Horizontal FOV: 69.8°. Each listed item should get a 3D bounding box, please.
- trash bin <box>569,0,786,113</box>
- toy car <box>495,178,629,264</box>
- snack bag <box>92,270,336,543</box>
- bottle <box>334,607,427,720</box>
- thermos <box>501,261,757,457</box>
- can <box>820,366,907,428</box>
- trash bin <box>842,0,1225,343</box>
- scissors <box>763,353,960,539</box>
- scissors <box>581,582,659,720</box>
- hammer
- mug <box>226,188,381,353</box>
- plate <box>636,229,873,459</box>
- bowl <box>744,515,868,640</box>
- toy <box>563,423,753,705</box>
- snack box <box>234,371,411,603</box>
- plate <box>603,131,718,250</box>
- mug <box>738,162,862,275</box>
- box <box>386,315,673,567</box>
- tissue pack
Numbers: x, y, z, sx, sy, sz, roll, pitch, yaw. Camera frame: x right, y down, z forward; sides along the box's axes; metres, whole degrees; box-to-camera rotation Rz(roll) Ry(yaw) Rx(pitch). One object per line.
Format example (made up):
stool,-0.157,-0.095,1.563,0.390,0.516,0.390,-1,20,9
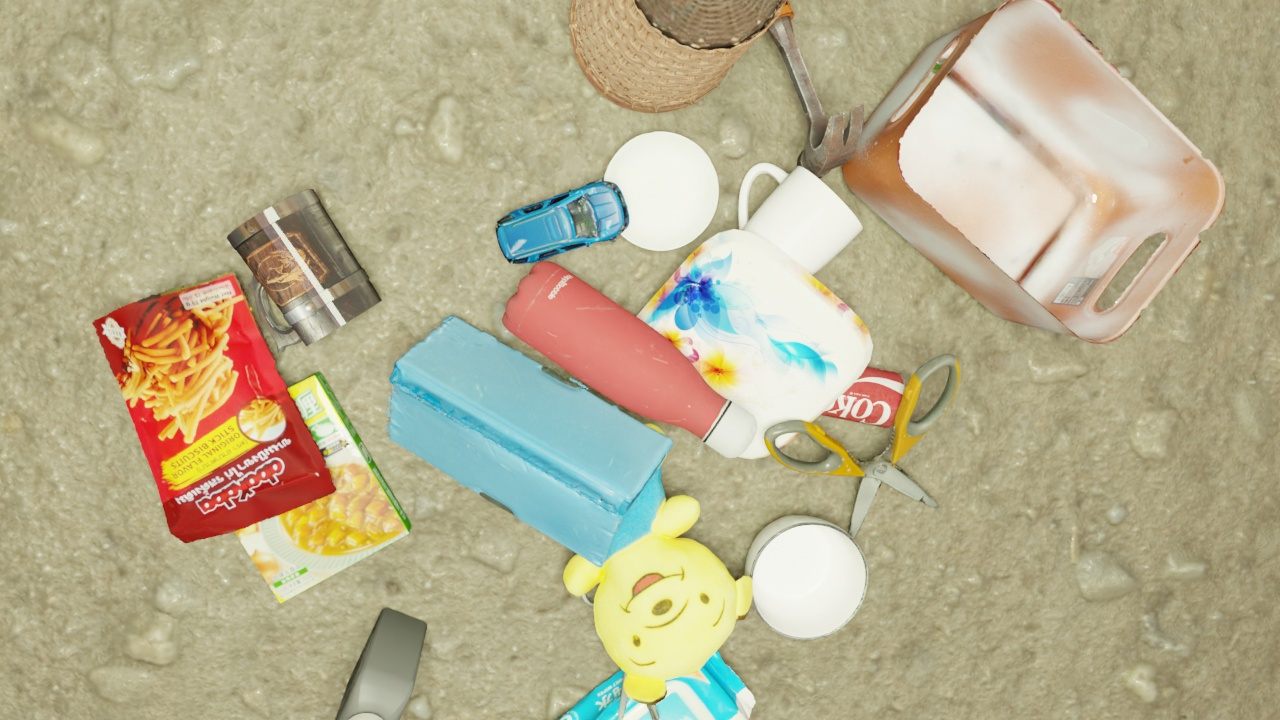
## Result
trash bin,0.025,-0.280,0.713,0.151,0.210,0.151,-1,98,-7
toy car,-0.069,-0.117,0.797,0.120,0.043,0.056,-16,101,13
snack bag,-0.360,0.041,0.776,0.139,0.067,0.208,-22,97,-8
bottle,-0.226,0.288,0.783,0.046,0.174,0.084,25,94,-11
thermos,-0.005,0.005,0.794,0.240,0.073,0.073,34,93,4
can,0.197,0.030,0.863,0.096,0.054,0.054,11,97,-9
trash bin,0.326,-0.159,0.801,0.259,0.157,0.181,37,92,-13
scissors,0.223,0.080,0.851,0.225,0.016,0.229,27,113,-28
scissors,0.005,0.252,0.858,0.147,0.014,0.141,-37,68,-8
hammer,0.110,-0.312,0.776,0.035,0.138,0.314,-22,93,-2
mug,-0.293,-0.070,0.777,0.116,0.079,0.107,-25,104,25
plate,0.091,-0.005,0.820,0.187,0.016,0.187,39,117,-7
bowl,0.152,0.200,0.877,0.116,0.065,0.116,-1,99,-8
toy,0.006,0.181,0.827,0.149,0.084,0.214,-31,83,5
snack box,-0.304,0.114,0.821,0.132,0.027,0.168,-28,101,-3
plate,0.017,-0.151,0.825,0.104,0.026,0.104,-1,98,-7
mug,0.127,-0.125,0.826,0.088,0.081,0.114,-45,70,8
box,-0.101,0.071,0.797,0.231,0.094,0.112,29,131,9
tissue pack,0.008,0.352,0.883,0.209,0.066,0.117,-37,102,-3
